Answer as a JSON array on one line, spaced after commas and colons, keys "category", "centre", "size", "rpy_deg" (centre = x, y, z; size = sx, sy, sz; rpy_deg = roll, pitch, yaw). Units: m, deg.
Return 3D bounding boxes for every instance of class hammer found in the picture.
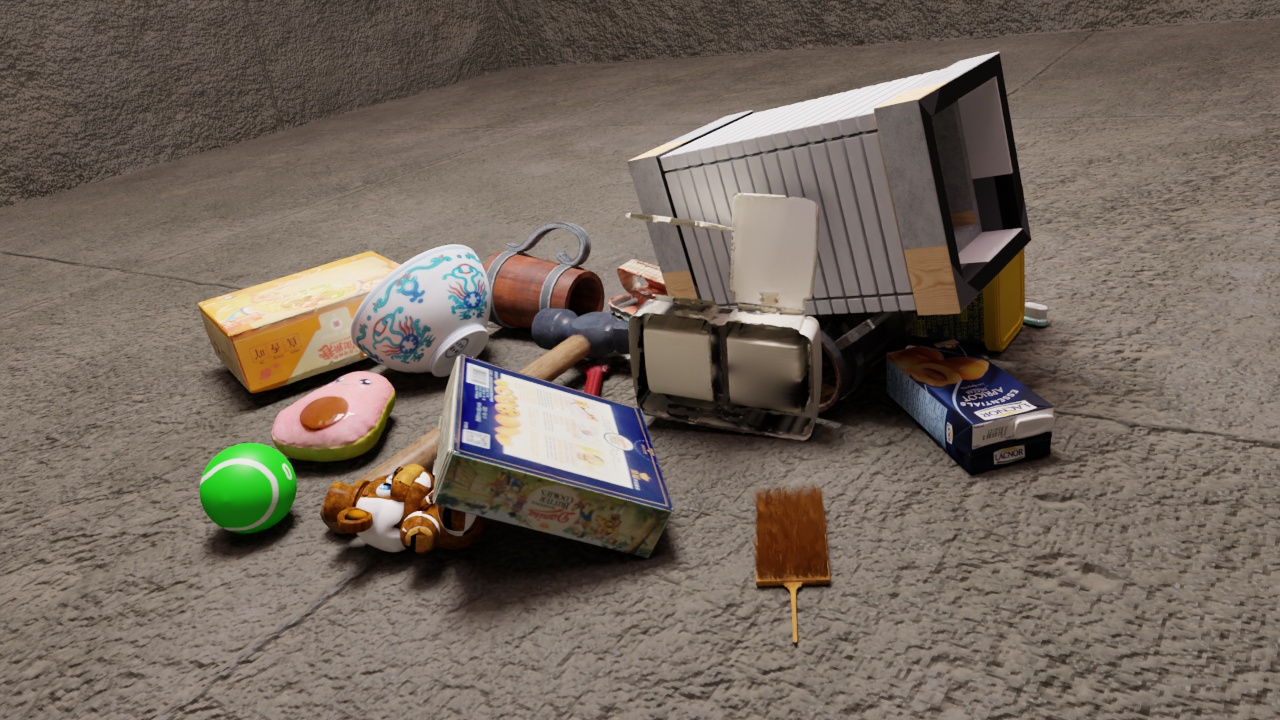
[{"category": "hammer", "centre": [-0.124, 0.041, 0.750], "size": [0.129, 0.040, 0.320], "rpy_deg": [8, 33, 38]}]

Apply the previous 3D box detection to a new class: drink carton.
[{"category": "drink carton", "centre": [0.233, 0.030, 0.664], "size": [0.064, 0.040, 0.130], "rpy_deg": [-12, 25, -7]}]

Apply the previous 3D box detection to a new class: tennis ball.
[{"category": "tennis ball", "centre": [-0.285, 0.093, 0.667], "size": [0.065, 0.065, 0.065], "rpy_deg": [-7, 24, 3]}]

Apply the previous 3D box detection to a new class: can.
[{"category": "can", "centre": [0.265, -0.083, 0.790], "size": [0.104, 0.135, 0.075], "rpy_deg": [8, 29, 38]}]

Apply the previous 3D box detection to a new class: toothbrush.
[{"category": "toothbrush", "centre": [0.300, -0.059, 0.868], "size": [0.016, 0.016, 0.181], "rpy_deg": [-22, 26, -31]}]

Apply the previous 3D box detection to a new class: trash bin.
[{"category": "trash bin", "centre": [0.143, -0.125, 0.713], "size": [0.247, 0.142, 0.142], "rpy_deg": [0, 25, 43]}]

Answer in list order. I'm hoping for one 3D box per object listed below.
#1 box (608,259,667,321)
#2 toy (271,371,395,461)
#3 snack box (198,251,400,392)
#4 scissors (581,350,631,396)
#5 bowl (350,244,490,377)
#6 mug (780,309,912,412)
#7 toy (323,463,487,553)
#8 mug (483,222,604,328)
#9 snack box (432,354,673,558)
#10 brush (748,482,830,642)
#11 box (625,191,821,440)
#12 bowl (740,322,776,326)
[{"category": "box", "centre": [0.025, -0.056, 0.912], "size": [0.067, 0.057, 0.187], "rpy_deg": [-50, 35, -10]}, {"category": "toy", "centre": [-0.253, 0.046, 0.777], "size": [0.090, 0.051, 0.109], "rpy_deg": [-1, 24, 14]}, {"category": "snack box", "centre": [-0.336, -0.039, 0.957], "size": [0.194, 0.081, 0.145], "rpy_deg": [-23, 28, -29]}, {"category": "scissors", "centre": [-0.012, 0.009, 0.824], "size": [0.179, 0.015, 0.198], "rpy_deg": [1, 25, 23]}, {"category": "bowl", "centre": [-0.193, -0.033, 0.876], "size": [0.143, 0.144, 0.074], "rpy_deg": [-29, 71, -39]}, {"category": "mug", "centre": [0.166, -0.022, 0.725], "size": [0.107, 0.080, 0.116], "rpy_deg": [-32, -6, -39]}, {"category": "toy", "centre": [-0.154, 0.097, 0.616], "size": [0.113, 0.067, 0.087], "rpy_deg": [8, 17, 7]}, {"category": "mug", "centre": [-0.099, -0.085, 0.942], "size": [0.111, 0.117, 0.081], "rpy_deg": [13, 13, 32]}, {"category": "snack box", "centre": [-0.061, 0.060, 0.615], "size": [0.145, 0.043, 0.144], "rpy_deg": [18, 19, -16]}, {"category": "brush", "centre": [0.090, 0.116, 0.548], "size": [0.048, 0.017, 0.126], "rpy_deg": [-4, 24, 10]}, {"category": "box", "centre": [0.067, -0.037, 0.687], "size": [0.144, 0.181, 0.080], "rpy_deg": [9, 34, 20]}, {"category": "bowl", "centre": [0.153, -0.083, 0.869], "size": [0.150, 0.043, 0.149], "rpy_deg": [-26, 30, 16]}]
